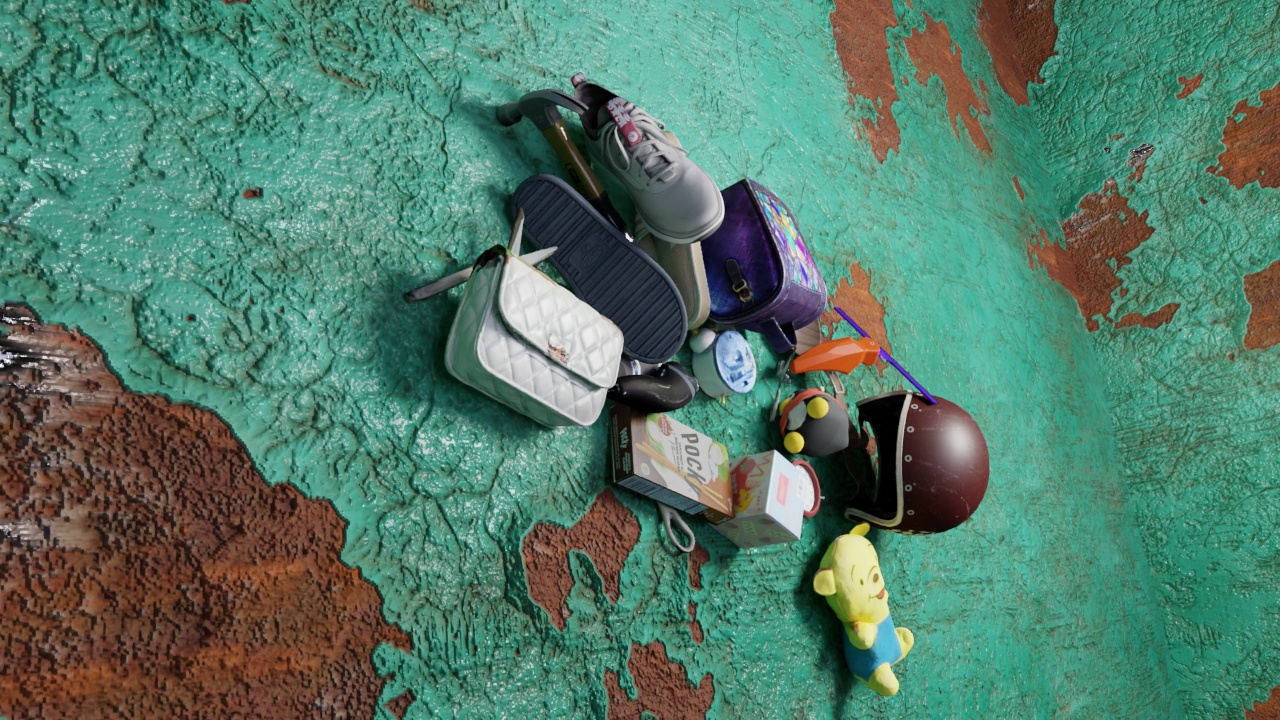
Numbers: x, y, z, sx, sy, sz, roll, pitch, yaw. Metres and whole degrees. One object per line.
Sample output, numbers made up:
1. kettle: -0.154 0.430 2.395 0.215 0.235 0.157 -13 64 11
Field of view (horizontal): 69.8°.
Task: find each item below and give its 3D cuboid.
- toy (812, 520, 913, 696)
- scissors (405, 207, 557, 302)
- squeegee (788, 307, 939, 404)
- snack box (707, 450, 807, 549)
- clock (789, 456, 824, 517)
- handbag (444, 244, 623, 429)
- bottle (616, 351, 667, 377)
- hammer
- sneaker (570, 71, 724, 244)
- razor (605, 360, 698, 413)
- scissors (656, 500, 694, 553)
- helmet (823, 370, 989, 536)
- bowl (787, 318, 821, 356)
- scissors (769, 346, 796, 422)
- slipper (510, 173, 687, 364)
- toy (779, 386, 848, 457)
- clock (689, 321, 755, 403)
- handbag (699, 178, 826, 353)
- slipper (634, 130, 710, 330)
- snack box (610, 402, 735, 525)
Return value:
1. toy: 0.314 0.353 1.315 0.148 0.084 0.214 -28 96 -58
2. scissors: -0.163 -0.075 0.966 0.179 0.015 0.199 10 79 -40
3. squeegee: 0.303 -0.007 1.379 0.184 0.055 0.249 -12 42 -25
4. snack box: 0.151 0.180 1.185 0.079 0.095 0.092 40 49 -32
5. clock: 0.210 0.186 1.290 0.124 0.044 0.087 -18 89 -52
6. handbag: -0.102 -0.017 0.956 0.194 0.073 0.138 33 64 -43
7. bottle: -0.007 0.006 1.110 0.112 0.047 0.047 -16 87 -51
8. hammer: -0.043 -0.174 1.104 0.025 0.118 0.333 -51 120 -37
9. sneaker: 0.003 -0.241 1.077 0.263 0.097 0.129 51 -1 34
10. razor: 0.012 0.029 1.062 0.140 0.053 0.063 7 77 -52
11. scissors: 0.028 0.158 1.116 0.153 0.013 0.163 -18 84 -53
12. helmet: 0.401 0.149 1.414 0.233 0.254 0.233 32 62 -48
13. bowl: 0.234 -0.056 1.425 0.119 0.032 0.119 22 59 -43
14. scissors: 0.205 0.019 1.317 0.014 0.142 0.164 13 32 2
15. slipper: -0.043 -0.112 1.077 0.263 0.101 0.082 47 9 -6
16. toy: 0.246 0.085 1.335 0.099 0.098 0.119 25 15 -26
17. clock: 0.108 -0.008 1.244 0.088 0.052 0.125 -22 92 -50
18. handbag: 0.161 -0.116 1.252 0.204 0.126 0.222 7 61 -63
19. slipper: 0.033 -0.168 1.182 0.052 0.115 0.262 -6 81 -32
20. snack box: 0.041 0.125 1.114 0.186 0.032 0.100 29 44 -39
